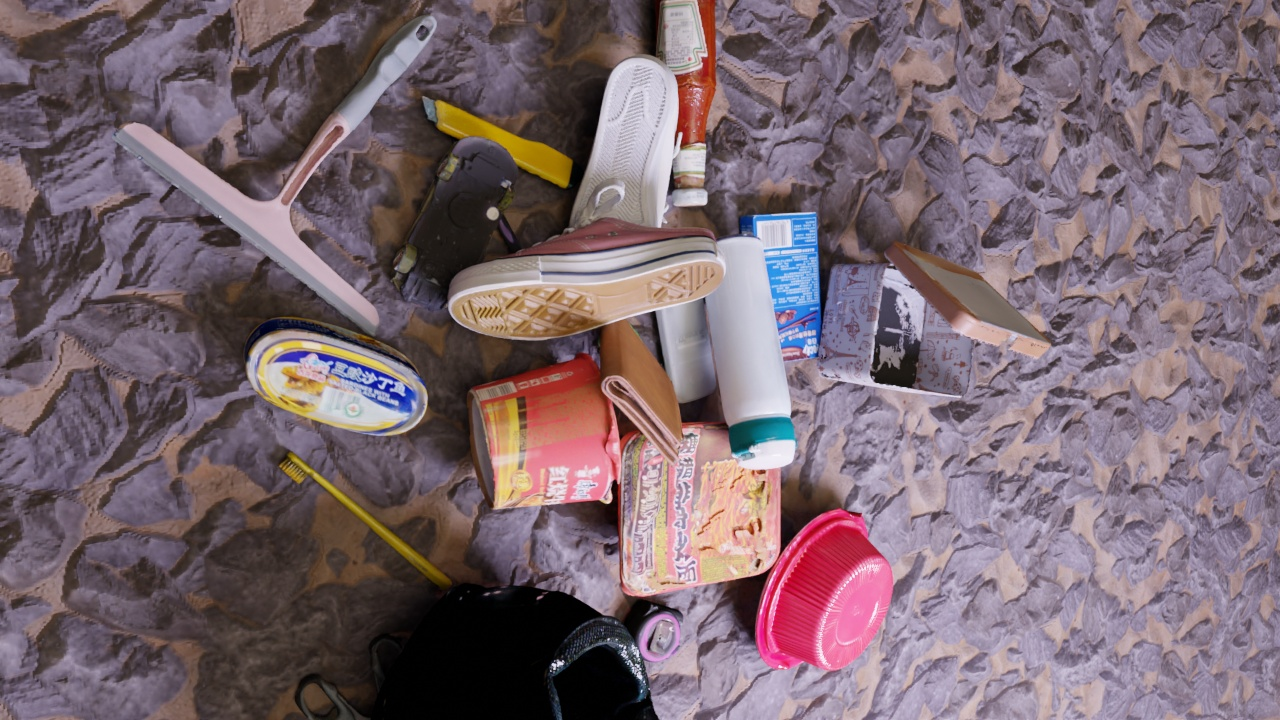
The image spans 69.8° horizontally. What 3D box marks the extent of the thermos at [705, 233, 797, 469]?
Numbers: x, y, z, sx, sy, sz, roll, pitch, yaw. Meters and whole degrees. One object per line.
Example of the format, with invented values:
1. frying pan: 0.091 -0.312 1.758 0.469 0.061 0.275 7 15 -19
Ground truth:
1. thermos: 0.106 -0.007 0.891 0.073 0.073 0.224 1 72 -28

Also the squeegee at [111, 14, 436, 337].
1. squeegee: -0.245 -0.189 0.750 0.247 0.040 0.249 45 69 -40

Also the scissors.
1. scissors: -0.237 0.327 0.825 0.175 0.014 0.159 25 86 -30

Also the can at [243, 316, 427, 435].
1. can: -0.249 0.014 0.756 0.148 0.049 0.074 22 95 -26

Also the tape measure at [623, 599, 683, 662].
1. tape measure: 0.013 0.277 0.933 0.057 0.039 0.058 27 83 -28

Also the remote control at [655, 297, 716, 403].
1. remote control: 0.044 -0.026 0.926 0.055 0.020 0.136 -17 103 -36

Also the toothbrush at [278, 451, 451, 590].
1. toothbrush: -0.238 0.144 0.802 0.016 0.016 0.190 -48 114 -11

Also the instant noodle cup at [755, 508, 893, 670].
1. instant noodle cup: 0.209 0.259 0.989 0.193 0.066 0.194 -18 119 -38

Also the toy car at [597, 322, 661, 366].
1. toy car: -0.005 0.005 0.899 0.043 0.036 0.091 -40 116 -20

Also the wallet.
1. wallet: 0.005 0.024 0.815 0.035 0.130 0.119 -30 116 12

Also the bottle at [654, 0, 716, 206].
1. bottle: 0.045 -0.253 0.884 0.059 0.060 0.206 -6 99 -27

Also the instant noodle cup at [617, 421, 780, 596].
1. instant noodle cup: 0.052 0.138 0.917 0.188 0.079 0.164 -2 97 -27

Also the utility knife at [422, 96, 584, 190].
1. utility knife: -0.122 -0.195 0.825 0.164 0.015 0.033 21 65 -29

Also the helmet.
1. helmet: -0.115 0.320 0.766 0.274 0.230 0.233 -56 141 -10

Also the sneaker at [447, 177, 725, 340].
1. sneaker: -0.049 -0.085 0.797 0.241 0.118 0.087 -11 58 -8

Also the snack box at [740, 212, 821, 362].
1. snack box: 0.151 -0.077 0.976 0.084 0.026 0.157 -8 99 -28

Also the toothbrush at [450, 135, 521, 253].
1. toothbrush: -0.126 -0.123 0.836 0.014 0.017 0.189 -37 108 -31

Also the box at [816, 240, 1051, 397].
1. box: 0.321 -0.038 0.969 0.182 0.181 0.153 8 91 -37

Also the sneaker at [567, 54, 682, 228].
1. sneaker: -0.014 -0.162 0.860 0.089 0.090 0.242 12 110 3

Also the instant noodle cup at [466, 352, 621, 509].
1. instant noodle cup: -0.090 0.067 0.812 0.108 0.138 0.138 -9 99 -18

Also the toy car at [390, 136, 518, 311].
1. toy car: -0.160 -0.118 0.798 0.070 0.042 0.158 26 90 -29
